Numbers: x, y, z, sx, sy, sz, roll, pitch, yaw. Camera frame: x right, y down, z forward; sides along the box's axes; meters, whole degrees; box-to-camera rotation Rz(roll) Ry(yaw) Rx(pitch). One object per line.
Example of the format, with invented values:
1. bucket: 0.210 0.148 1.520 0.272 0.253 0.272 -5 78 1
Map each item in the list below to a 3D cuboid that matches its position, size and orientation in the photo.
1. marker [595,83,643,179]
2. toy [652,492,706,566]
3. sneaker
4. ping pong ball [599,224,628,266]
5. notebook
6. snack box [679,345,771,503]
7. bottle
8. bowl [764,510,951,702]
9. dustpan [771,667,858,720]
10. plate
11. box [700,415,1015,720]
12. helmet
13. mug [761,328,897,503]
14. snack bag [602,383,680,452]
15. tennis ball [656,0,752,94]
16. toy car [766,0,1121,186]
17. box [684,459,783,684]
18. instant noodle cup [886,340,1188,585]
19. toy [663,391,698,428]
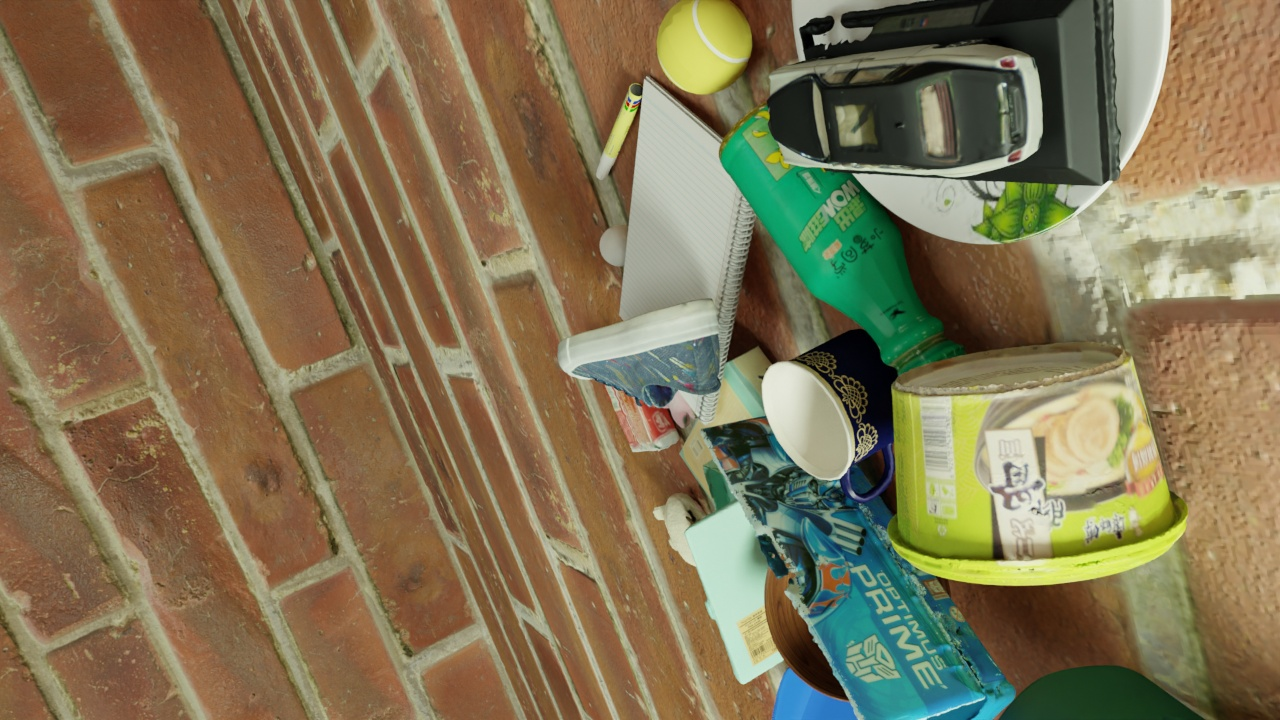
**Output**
1. marker: -0.021 -0.205 0.835 0.014 0.014 0.133 60 156 11
2. toy: 0.055 0.189 1.017 0.112 0.050 0.087 -22 93 63
3. sneaker: -0.005 0.005 0.793 0.236 0.087 0.079 -15 89 64
4. ping pong ball: -0.020 -0.111 0.891 0.040 0.040 0.040 46 150 36
5. notebook: 0.032 -0.088 0.780 0.178 0.013 0.246 53 147 42
6. snack box: 0.106 0.095 0.828 0.141 0.044 0.194 55 154 19
7. bottle: 0.131 -0.071 0.587 0.209 0.068 0.068 58 155 15
8. bowl: 0.177 0.187 0.715 0.148 0.068 0.147 -11 71 36
9. dustpan: 0.208 0.306 0.802 0.246 0.059 0.258 26 117 53
10. plate: 0.164 -0.173 0.467 0.229 0.030 0.230 46 150 36
11. box: 0.122 0.148 0.620 0.243 0.115 0.094 61 141 41
12. helmet: 0.308 0.295 0.463 0.275 0.176 0.200 -136 24 -67
13. mug: 0.150 0.035 0.624 0.112 0.089 0.086 66 156 -3
14. snack bag: -0.004 0.044 1.016 0.116 0.036 0.077 66 155 -3
15. tennis ball: 0.044 -0.217 0.629 0.065 0.065 0.065 46 150 36
16. toy car: 0.129 -0.127 0.458 0.192 0.071 0.094 25 133 57
17. box: 0.081 0.192 0.816 0.077 0.092 0.188 20 136 50
18. instant noodle cup: 0.200 0.048 0.485 0.146 0.146 0.098 -1 101 64
19. toy: 0.039 0.009 0.877 0.095 0.041 0.109 45 138 48
